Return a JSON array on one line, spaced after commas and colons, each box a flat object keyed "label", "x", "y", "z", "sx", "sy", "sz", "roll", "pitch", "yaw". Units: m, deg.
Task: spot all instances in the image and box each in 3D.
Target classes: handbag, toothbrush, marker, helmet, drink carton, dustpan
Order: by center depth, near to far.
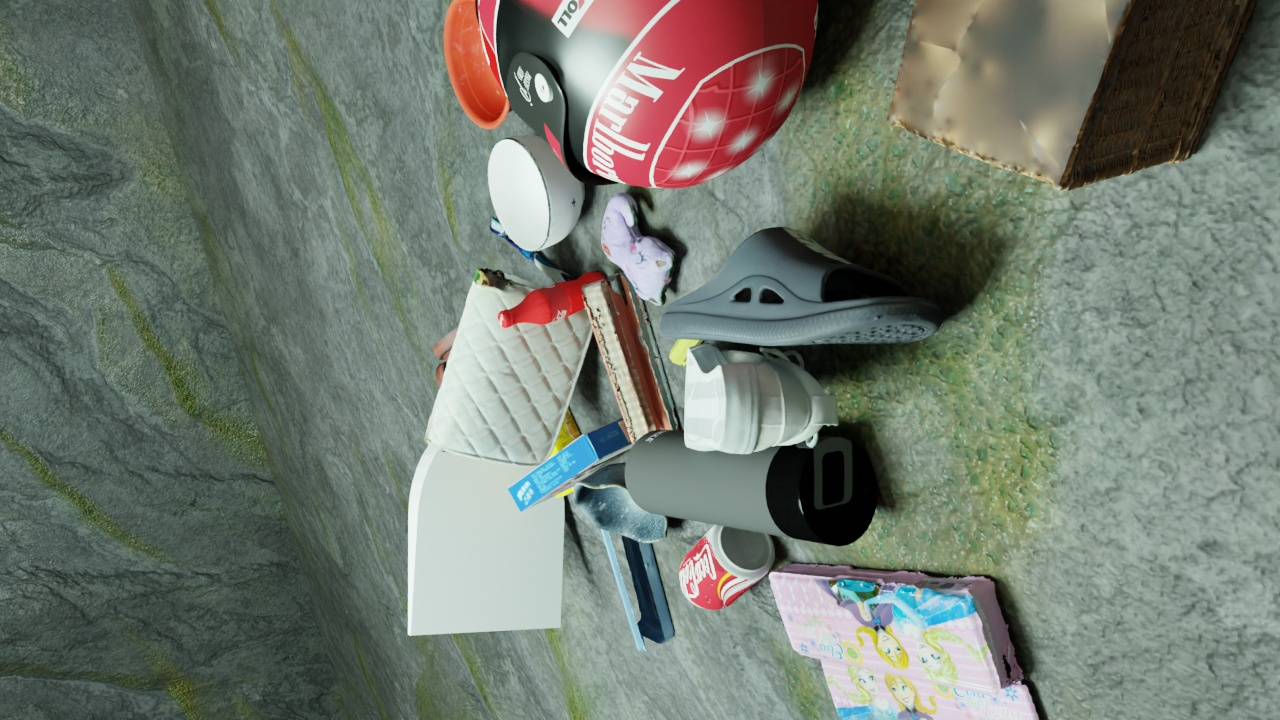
[{"label": "helmet", "x": 0.005, "y": -0.224, "z": 0.610, "sx": 0.224, "sy": 0.197, "sz": 0.272, "roll": 59, "pitch": 155, "yaw": 14}, {"label": "marker", "x": 0.058, "y": -0.034, "z": 0.809, "sx": 0.021, "sy": 0.017, "sz": 0.124, "roll": 56, "pitch": 145, "yaw": 17}, {"label": "handbag", "x": -0.140, "y": 0.009, "z": 0.967, "sx": 0.072, "sy": 0.138, "sz": 0.195, "roll": 24, "pitch": 96, "yaw": 53}, {"label": "toothbrush", "x": -0.117, "y": -0.117, "z": 1.019, "sx": 0.189, "sy": 0.016, "sz": 0.017, "roll": 38, "pitch": 127, "yaw": 39}, {"label": "drink carton", "x": -0.102, "y": 0.094, "z": 1.098, "sx": 0.059, "sy": 0.042, "sz": 0.134, "roll": -31, "pitch": 83, "yaw": 57}, {"label": "dustpan", "x": -0.192, "y": 0.200, "z": 1.137, "sx": 0.053, "sy": 0.191, "sz": 0.257, "roll": -12, "pitch": 74, "yaw": 58}]

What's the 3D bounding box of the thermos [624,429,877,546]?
[{"label": "thermos", "x": 0.085, "y": 0.103, "z": 0.790, "sx": 0.241, "sy": 0.082, "sz": 0.082, "roll": -4, "pitch": 105, "yaw": 56}]

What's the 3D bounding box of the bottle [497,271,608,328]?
[{"label": "bottle", "x": -0.087, "y": -0.057, "z": 0.913, "sx": 0.036, "sy": 0.118, "sz": 0.036, "roll": 34, "pitch": 135, "yaw": 42}]

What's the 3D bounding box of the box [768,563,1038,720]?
[{"label": "box", "x": 0.207, "y": 0.247, "z": 0.743, "sx": 0.231, "sy": 0.035, "sz": 0.159, "roll": -15, "pitch": 95, "yaw": 59}]

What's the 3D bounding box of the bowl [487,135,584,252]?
[{"label": "bowl", "x": -0.098, "y": -0.170, "z": 0.913, "sx": 0.113, "sy": 0.063, "sz": 0.114, "roll": 32, "pitch": 133, "yaw": 42}]

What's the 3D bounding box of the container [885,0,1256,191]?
[{"label": "container", "x": 0.205, "y": -0.185, "z": 0.415, "sx": 0.114, "sy": 0.112, "sz": 0.199, "roll": 38, "pitch": 138, "yaw": 39}]

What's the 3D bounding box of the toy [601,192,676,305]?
[{"label": "toy", "x": -0.004, "y": -0.104, "z": 0.840, "sx": 0.099, "sy": 0.036, "sz": 0.080, "roll": 48, "pitch": 144, "yaw": 31}]

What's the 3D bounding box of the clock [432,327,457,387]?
[{"label": "clock", "x": -0.182, "y": -0.007, "z": 1.087, "sx": 0.158, "sy": 0.120, "sz": 0.072, "roll": -33, "pitch": 88, "yaw": 49}]

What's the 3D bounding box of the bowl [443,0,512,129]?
[{"label": "bowl", "x": -0.147, "y": -0.302, "z": 0.923, "sx": 0.130, "sy": 0.045, "sz": 0.131, "roll": 33, "pitch": 134, "yaw": 42}]

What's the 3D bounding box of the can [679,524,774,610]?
[{"label": "can", "x": 0.079, "y": 0.194, "z": 0.870, "sx": 0.064, "sy": 0.064, "sz": 0.105, "roll": 56, "pitch": 146, "yaw": 19}]

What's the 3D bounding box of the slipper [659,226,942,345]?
[{"label": "slipper", "x": 0.107, "y": -0.051, "z": 0.666, "sx": 0.269, "sy": 0.110, "sz": 0.083, "roll": 1, "pitch": 90, "yaw": 61}]

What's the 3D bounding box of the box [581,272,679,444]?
[{"label": "box", "x": -0.001, "y": 0.004, "z": 0.911, "sx": 0.056, "sy": 0.064, "sz": 0.188, "roll": -90, "pitch": -18, "yaw": -78}]

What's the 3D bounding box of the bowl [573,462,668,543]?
[{"label": "bowl", "x": -0.012, "y": 0.143, "z": 0.967, "sx": 0.110, "sy": 0.055, "sz": 0.110, "roll": 19, "pitch": 147, "yaw": 13}]

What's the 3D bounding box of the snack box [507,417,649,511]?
[{"label": "snack box", "x": -0.067, "y": 0.108, "z": 0.979, "sx": 0.155, "sy": 0.087, "sz": 0.033, "roll": -37, "pitch": 78, "yaw": 42}]

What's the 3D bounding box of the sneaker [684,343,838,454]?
[{"label": "sneaker", "x": 0.087, "y": 0.032, "z": 0.720, "sx": 0.242, "sy": 0.090, "sz": 0.089, "roll": -163, "pitch": 74, "yaw": -84}]

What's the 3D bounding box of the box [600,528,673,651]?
[{"label": "box", "x": -0.023, "y": 0.234, "z": 1.052, "sx": 0.068, "sy": 0.058, "sz": 0.210, "roll": 6, "pitch": 113, "yaw": 57}]
